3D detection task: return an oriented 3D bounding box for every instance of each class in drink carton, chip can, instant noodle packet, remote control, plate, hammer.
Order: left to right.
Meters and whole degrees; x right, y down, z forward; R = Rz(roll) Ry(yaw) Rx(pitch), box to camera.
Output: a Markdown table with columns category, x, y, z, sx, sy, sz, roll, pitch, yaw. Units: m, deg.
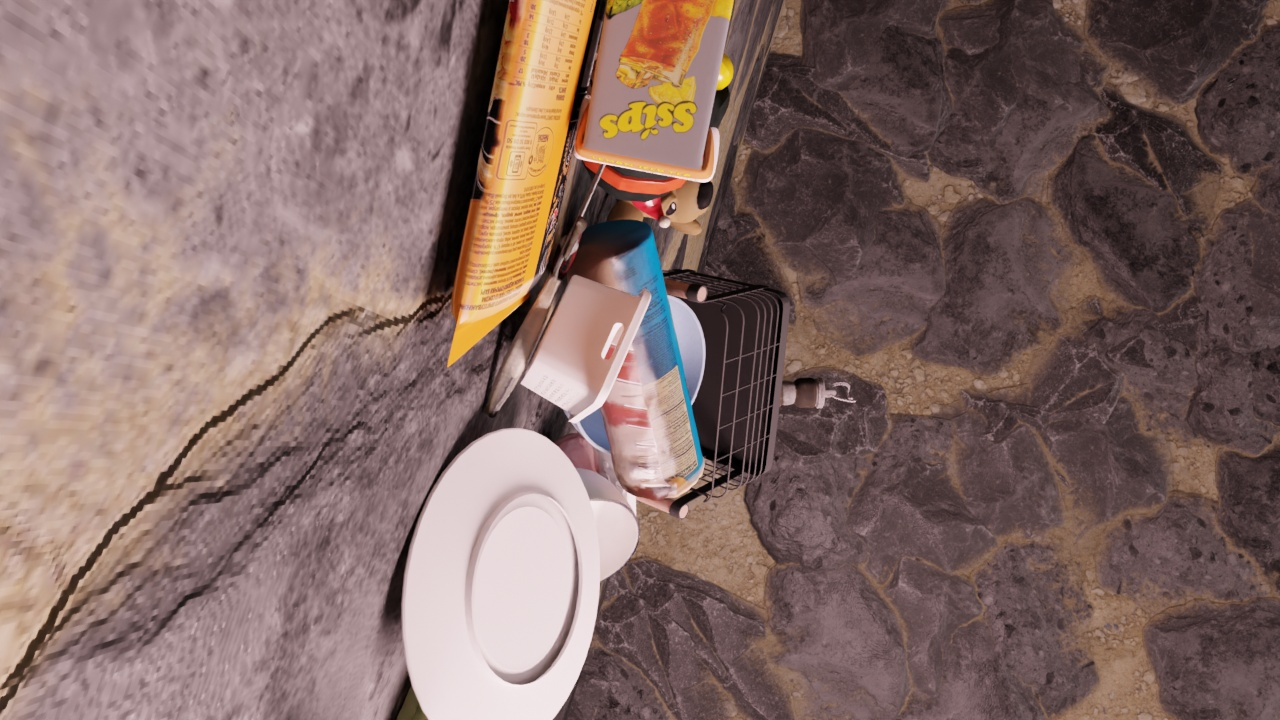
| category | x | y | z | sx | sy | sz | roll | pitch | yaw |
| --- | --- | --- | --- | --- | --- | --- | --- | --- | --- |
| plate | -0.078 | 0.149 | 0.603 | 0.208 | 0.015 | 0.208 | 11 | 77 | -60 |
| instant noodle packet | -0.054 | -0.120 | 0.476 | 0.159 | 0.032 | 0.221 | -65 | 171 | -72 |
| remote control | -0.022 | 0.129 | 0.885 | 0.013 | 0.043 | 0.137 | -21 | 122 | -36 |
| chip can | -0.004 | 0.004 | 0.743 | 0.079 | 0.080 | 0.230 | -66 | 148 | -54 |
| drink carton | 0.012 | -0.161 | 0.476 | 0.048 | 0.076 | 0.125 | -69 | 170 | -81 |
| hammer | 0.113 | 0.041 | 1.169 | 0.177 | 0.326 | 0.079 | 90 | 0 | -72 |

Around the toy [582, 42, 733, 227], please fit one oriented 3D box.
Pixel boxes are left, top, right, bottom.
| category | x | y | z | sx | sy | sz | roll | pitch | yaw |
| --- | --- | --- | --- | --- | --- | --- | --- | --- | --- |
| toy | 0.000 | -0.157 | 0.633 | 0.119 | 0.097 | 0.099 | 116 | -6 | -63 |

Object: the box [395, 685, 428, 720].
| category | x | y | z | sx | sy | sz | roll | pitch | yaw |
| --- | --- | --- | --- | --- | --- | --- | --- | --- | --- |
| box | -0.129 | 0.226 | 0.654 | 0.131 | 0.064 | 0.187 | -17 | -139 | 43 |

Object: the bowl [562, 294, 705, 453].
| category | x | y | z | sx | sy | sz | roll | pitch | yaw |
| --- | --- | --- | --- | --- | --- | --- | --- | --- | --- |
| bowl | -0.021 | 0.003 | 0.831 | 0.150 | 0.075 | 0.151 | -16 | 117 | -36 |

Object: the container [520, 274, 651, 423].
| category | x | y | z | sx | sy | sz | roll | pitch | yaw |
| --- | --- | --- | --- | --- | --- | --- | --- | --- | --- |
| container | -0.042 | -0.009 | 0.614 | 0.080 | 0.049 | 0.129 | -66 | -173 | -13 |

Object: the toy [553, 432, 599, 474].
| category | x | y | z | sx | sy | sz | roll | pitch | yaw |
| --- | --- | --- | --- | --- | --- | --- | --- | --- | --- |
| toy | -0.056 | 0.123 | 0.918 | 0.053 | 0.105 | 0.108 | 40 | -63 | 54 |

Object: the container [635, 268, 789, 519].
| category | x | y | z | sx | sy | sz | roll | pitch | yaw |
| --- | --- | --- | --- | --- | --- | --- | --- | --- | --- |
| container | 0.045 | 0.022 | 0.964 | 0.130 | 0.163 | 0.241 | -17 | 117 | -48 |

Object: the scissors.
| category | x | y | z | sx | sy | sz | roll | pitch | yaw |
| --- | --- | --- | --- | --- | --- | --- | --- | --- | --- |
| scissors | -0.060 | -0.044 | 0.595 | 0.179 | 0.015 | 0.199 | -65 | -173 | -4 |

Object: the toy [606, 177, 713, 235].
| category | x | y | z | sx | sy | sz | roll | pitch | yaw |
| --- | --- | --- | --- | --- | --- | --- | --- | --- | --- |
| toy | 0.020 | -0.157 | 0.848 | 0.108 | 0.106 | 0.134 | 7 | 96 | -73 |

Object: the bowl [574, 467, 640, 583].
| category | x | y | z | sx | sy | sz | roll | pitch | yaw |
| --- | --- | --- | --- | --- | --- | --- | --- | --- | --- |
| bowl | -0.064 | 0.151 | 0.850 | 0.065 | 0.116 | 0.117 | -121 | -143 | -50 |

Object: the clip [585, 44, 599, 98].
| category | x | y | z | sx | sy | sz | roll | pitch | yaw |
| --- | --- | --- | --- | --- | --- | --- | --- | --- | --- |
| clip | -0.025 | -0.184 | 0.557 | 0.041 | 0.024 | 0.060 | -63 | -149 | 36 |
